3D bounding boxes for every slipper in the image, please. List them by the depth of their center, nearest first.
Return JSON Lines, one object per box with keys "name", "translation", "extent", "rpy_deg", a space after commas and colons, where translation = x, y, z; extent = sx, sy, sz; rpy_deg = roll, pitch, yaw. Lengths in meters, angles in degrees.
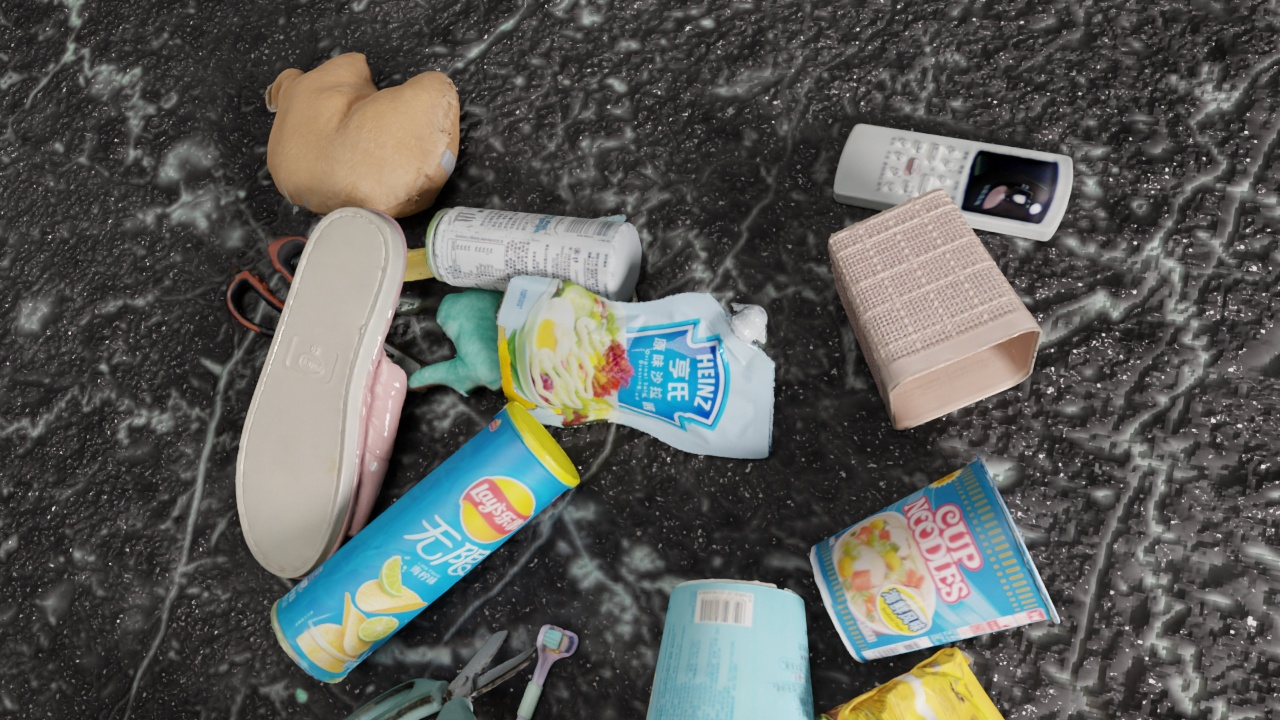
{"name": "slipper", "translation": [-0.224, 0.024, 0.670], "extent": [0.114, 0.054, 0.274], "rpy_deg": [13, 91, 24]}

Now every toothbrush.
{"name": "toothbrush", "translation": [-0.085, 0.260, 0.577], "extent": [0.029, 0.021, 0.189], "rpy_deg": [26, 80, -22]}

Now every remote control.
{"name": "remote control", "translation": [0.208, -0.122, 0.617], "extent": [0.150, 0.021, 0.058], "rpy_deg": [15, 77, 21]}

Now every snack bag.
{"name": "snack bag", "translation": [-0.004, 0.004, 0.608], "extent": [0.191, 0.038, 0.110], "rpy_deg": [8, 104, 21]}

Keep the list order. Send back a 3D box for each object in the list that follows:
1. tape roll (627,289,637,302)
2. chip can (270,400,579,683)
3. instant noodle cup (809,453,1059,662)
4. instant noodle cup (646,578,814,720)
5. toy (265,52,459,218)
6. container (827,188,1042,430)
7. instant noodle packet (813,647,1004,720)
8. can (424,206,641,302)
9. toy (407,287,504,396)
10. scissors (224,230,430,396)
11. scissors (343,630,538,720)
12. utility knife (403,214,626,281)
{"name": "tape roll", "translation": [-0.045, -0.038, 0.668], "extent": [0.086, 0.014, 0.085], "rpy_deg": [-5, 71, 15]}
{"name": "chip can", "translation": [-0.143, 0.120, 0.612], "extent": [0.210, 0.071, 0.071], "rpy_deg": [-40, 66, 1]}
{"name": "instant noodle cup", "translation": [0.160, 0.119, 0.516], "extent": [0.110, 0.099, 0.099], "rpy_deg": [-26, 66, 15]}
{"name": "instant noodle cup", "translation": [0.052, 0.191, 0.520], "extent": [0.111, 0.111, 0.120], "rpy_deg": [-2, 63, 16]}
{"name": "toy", "translation": [-0.249, -0.184, 0.749], "extent": [0.226, 0.082, 0.143], "rpy_deg": [20, 74, 25]}
{"name": "container", "translation": [0.173, -0.032, 0.562], "extent": [0.090, 0.090, 0.110], "rpy_deg": [-24, 64, 8]}
{"name": "instant noodle packet", "translation": [0.163, 0.228, 0.481], "extent": [0.110, 0.044, 0.128], "rpy_deg": [-14, 63, -30]}
{"name": "can", "translation": [-0.076, -0.075, 0.649], "extent": [0.147, 0.058, 0.058], "rpy_deg": [8, 74, 19]}
{"name": "toy", "translation": [-0.128, -0.013, 0.675], "extent": [0.096, 0.030, 0.091], "rpy_deg": [-16, 66, 2]}
{"name": "scissors", "translation": [-0.241, -0.041, 0.727], "extent": [0.207, 0.015, 0.192], "rpy_deg": [-11, 69, 13]}
{"name": "scissors", "translation": [-0.146, 0.229, 0.560], "extent": [0.180, 0.169, 0.019], "rpy_deg": [-25, 105, 30]}
{"name": "utility knife", "translation": [-0.115, -0.085, 0.709], "extent": [0.219, 0.022, 0.031], "rpy_deg": [-7, 76, 10]}
